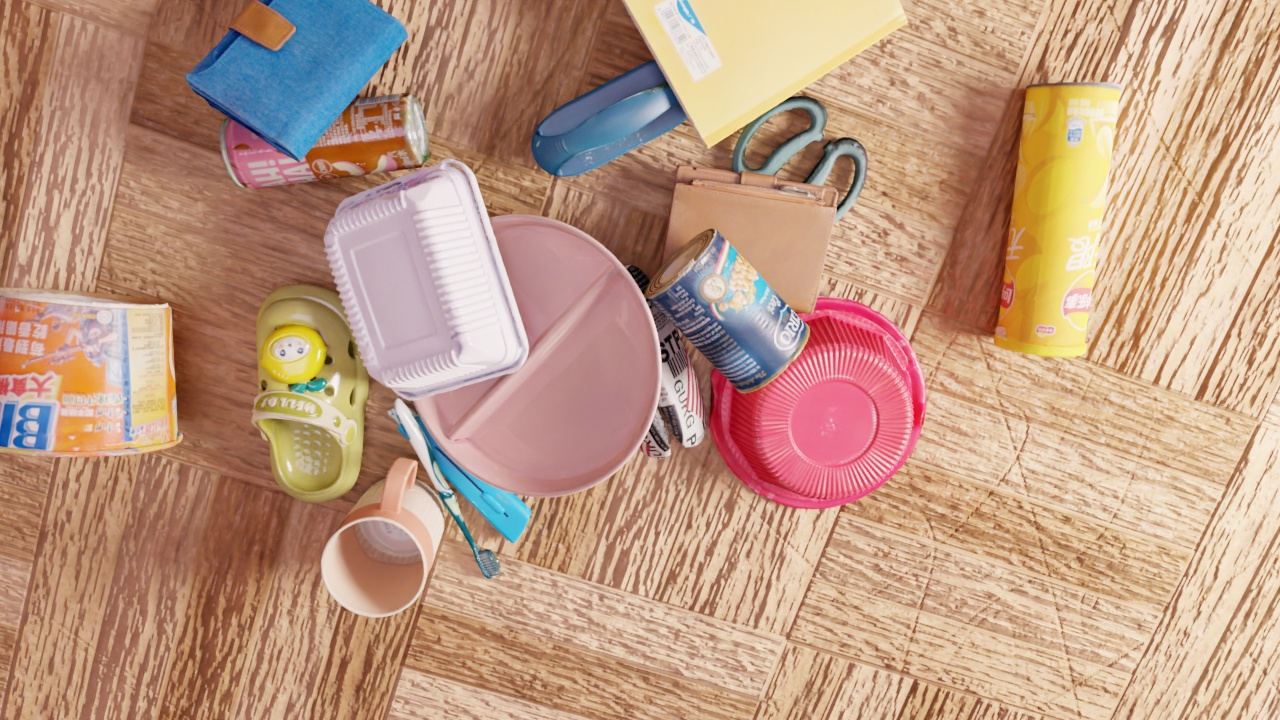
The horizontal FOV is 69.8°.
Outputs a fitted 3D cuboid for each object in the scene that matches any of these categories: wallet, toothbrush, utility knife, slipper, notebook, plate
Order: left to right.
[{"bbox_3d":[-0.254,-0.225,0.681,0.106,0.040,0.133,34,76,7],"label":"wallet"},{"bbox_3d":[-0.271,0.035,0.750,0.091,0.081,0.191,1,106,-5],"label":"slipper"},{"bbox_3d":[-0.165,0.113,0.790,0.018,0.016,0.192,-14,114,18],"label":"toothbrush"},{"bbox_3d":[-0.157,0.095,0.799,0.034,0.018,0.159,-43,100,8],"label":"utility knife"},{"bbox_3d":[-0.088,-0.002,0.737,0.230,0.028,0.229,4,103,20],"label":"plate"},{"bbox_3d":[0.085,-0.097,0.740,0.132,0.031,0.108,8,111,-2],"label":"wallet"},{"bbox_3d":[0.095,-0.274,0.694,0.206,0.010,0.146,-35,103,-13],"label":"notebook"}]

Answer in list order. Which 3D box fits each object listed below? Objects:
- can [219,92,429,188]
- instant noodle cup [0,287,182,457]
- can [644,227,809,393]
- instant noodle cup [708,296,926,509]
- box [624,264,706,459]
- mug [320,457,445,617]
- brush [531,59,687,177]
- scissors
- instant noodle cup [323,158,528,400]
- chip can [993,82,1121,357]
[{"bbox_3d":[-0.243,-0.170,0.713,0.147,0.058,0.058,-7,103,0],"label":"can"},{"bbox_3d":[-0.433,0.005,0.707,0.151,0.151,0.111,6,94,-4],"label":"instant noodle cup"},{"bbox_3d":[0.066,-0.039,0.708,0.075,0.075,0.111,-44,105,7],"label":"can"},{"bbox_3d":[0.155,0.046,0.776,0.194,0.065,0.194,0,104,-1],"label":"instant noodle cup"},{"bbox_3d":[-0.009,0.007,0.768,0.088,0.076,0.163,-17,106,24],"label":"box"},{"bbox_3d":[-0.207,0.136,0.761,0.081,0.106,0.114,12,102,-5],"label":"mug"},{"bbox_3d":[-0.018,-0.188,0.710,0.144,0.073,0.055,-26,108,3],"label":"brush"},{"bbox_3d":[0.092,-0.146,0.751,0.185,0.019,0.130,-29,104,4],"label":"scissors"},{"bbox_3d":[-0.177,-0.057,0.712,0.138,0.060,0.173,-15,95,23],"label":"instant noodle cup"},{"bbox_3d":[0.337,-0.113,0.743,0.072,0.072,0.213,2,102,-3],"label":"chip can"}]
